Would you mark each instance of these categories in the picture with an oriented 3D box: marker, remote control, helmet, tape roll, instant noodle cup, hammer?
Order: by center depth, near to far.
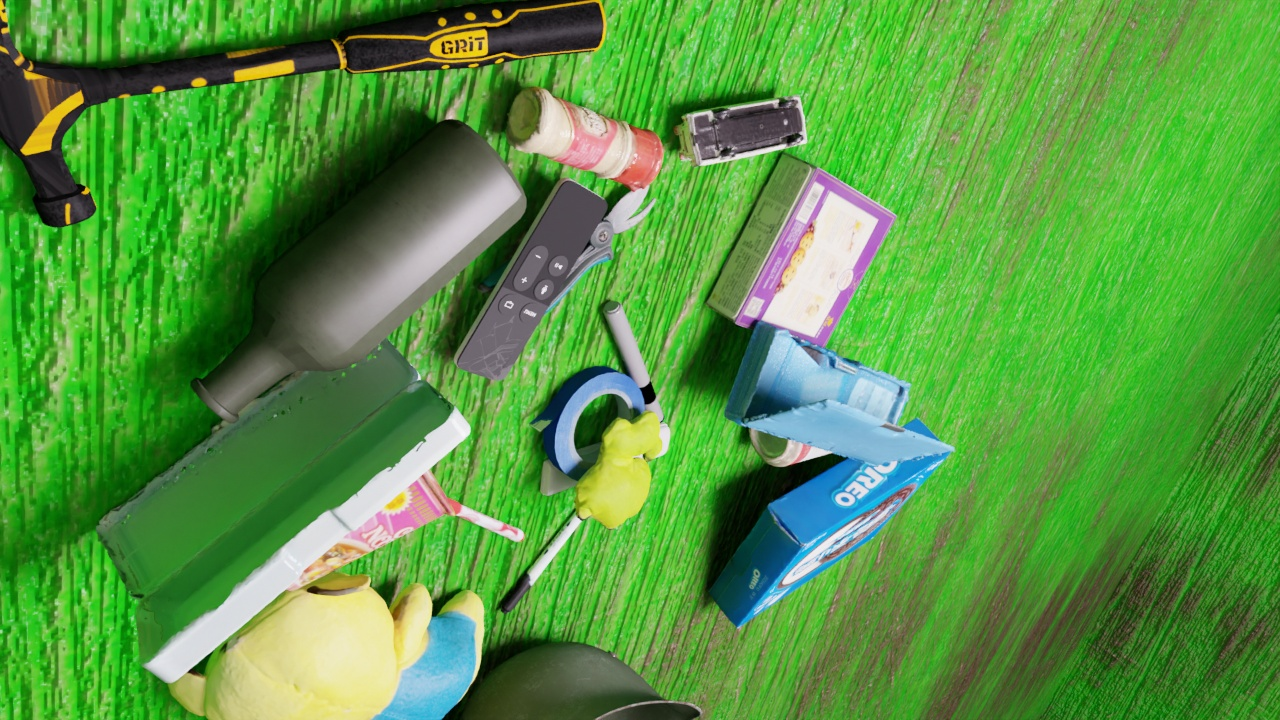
[{"bbox_3d":[-0.155,-0.162,0.473,0.319,0.036,0.123,-21,130,-30],"label":"hammer"},{"bbox_3d":[-0.188,0.086,0.577,0.108,0.097,0.098,-33,137,-13],"label":"instant noodle cup"},{"bbox_3d":[-0.074,-0.052,0.617,0.045,0.008,0.147,22,104,-48],"label":"remote control"},{"bbox_3d":[-0.134,0.119,0.710,0.013,0.013,0.142,-52,140,-1],"label":"marker"},{"bbox_3d":[-0.036,0.052,0.740,0.091,0.016,0.093,-44,132,-17],"label":"tape roll"},{"bbox_3d":[-0.004,0.004,0.749,0.016,0.016,0.141,-39,138,-17],"label":"marker"},{"bbox_3d":[-0.028,0.084,0.786,0.130,0.012,0.033,-15,127,-36],"label":"remote control"},{"bbox_3d":[-0.073,0.159,0.799,0.152,0.011,0.011,-52,140,-2],"label":"marker"},{"bbox_3d":[-0.068,0.348,0.828,0.227,0.154,0.268,-49,136,-3],"label":"helmet"}]

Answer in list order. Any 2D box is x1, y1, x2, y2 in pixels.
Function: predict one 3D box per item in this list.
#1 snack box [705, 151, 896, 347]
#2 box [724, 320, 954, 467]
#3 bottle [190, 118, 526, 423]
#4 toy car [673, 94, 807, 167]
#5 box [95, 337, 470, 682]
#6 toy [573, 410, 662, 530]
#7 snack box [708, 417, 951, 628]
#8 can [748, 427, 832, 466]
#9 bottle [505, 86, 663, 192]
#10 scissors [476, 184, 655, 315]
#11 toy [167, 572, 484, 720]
[{"bbox_3d":[0.144,-0.089,0.804,0.147,0.040,0.143,14,108,-48],"label":"snack box"},{"bbox_3d":[0.190,0.045,0.813,0.231,0.102,0.094,20,91,-44],"label":"box"},{"bbox_3d":[-0.161,-0.047,0.519,0.206,0.071,0.071,-44,139,-11],"label":"bottle"},{"bbox_3d":[0.074,-0.170,0.681,0.112,0.039,0.039,-20,104,-35],"label":"toy car"},{"bbox_3d":[-0.200,0.070,0.514,0.197,0.136,0.049,-41,138,-15],"label":"box"},{"bbox_3d":[-0.016,0.088,0.737,0.094,0.036,0.094,-15,112,-41],"label":"toy"},{"bbox_3d":[0.202,0.176,0.994,0.238,0.056,0.196,-23,152,-32],"label":"snack box"},{"bbox_3d":[0.186,0.062,0.934,0.169,0.067,0.067,-8,123,-41],"label":"can"},{"bbox_3d":[-0.034,-0.142,0.593,0.109,0.044,0.044,8,112,-46],"label":"bottle"},{"bbox_3d":[-0.053,-0.073,0.644,0.153,0.019,0.128,-1,119,-42],"label":"scissors"},{"bbox_3d":[-0.206,0.221,0.661,0.149,0.084,0.214,-52,143,-4],"label":"toy"}]
